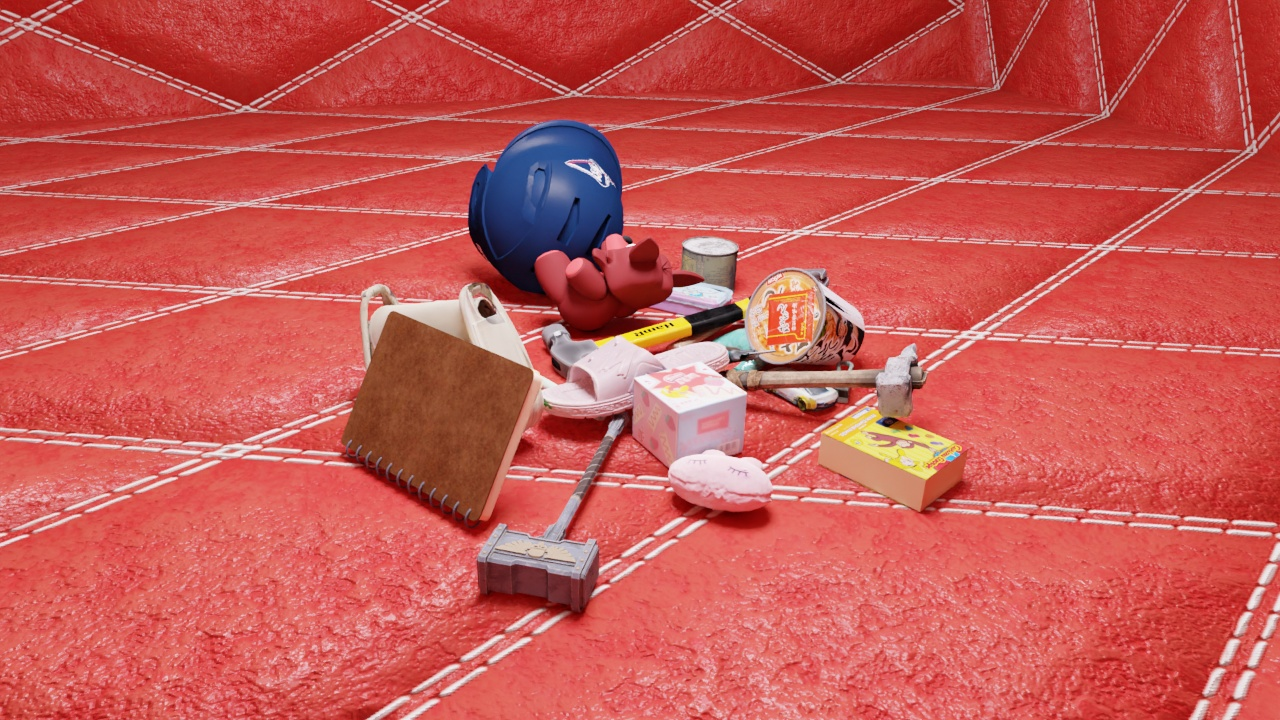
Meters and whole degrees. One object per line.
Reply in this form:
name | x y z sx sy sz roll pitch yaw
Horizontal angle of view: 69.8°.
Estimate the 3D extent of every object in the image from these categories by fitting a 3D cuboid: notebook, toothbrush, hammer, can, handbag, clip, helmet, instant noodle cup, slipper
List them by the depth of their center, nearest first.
hammer | -0.058 0.127 0.928 0.098 0.044 0.321 7 26 12
notebook | -0.212 0.057 0.948 0.226 0.167 0.024 21 0 35
handbag | -0.209 -0.004 1.057 0.230 0.184 0.131 1 15 37
slipper | -0.006 0.006 1.084 0.239 0.064 0.094 -17 21 -20
hammer | 0.174 0.023 1.092 0.319 0.049 0.121 -1 23 24
toothbrush | -0.098 0.040 1.136 0.155 0.015 0.022 24 66 38
clip | 0.257 0.026 1.165 0.023 0.044 0.075 9 27 11
instant noodle cup | 0.222 -0.045 1.192 0.121 0.124 0.124 14 12 -44
hammer | 0.037 -0.037 1.237 0.324 0.034 0.170 -17 31 -17
hammer | 0.157 -0.078 1.345 0.330 0.031 0.120 -25 15 -38
helmet | -0.127 -0.232 1.411 0.232 0.272 0.223 23 2 -35
can | 0.109 -0.149 1.464 0.090 0.075 0.089 2 26 -1

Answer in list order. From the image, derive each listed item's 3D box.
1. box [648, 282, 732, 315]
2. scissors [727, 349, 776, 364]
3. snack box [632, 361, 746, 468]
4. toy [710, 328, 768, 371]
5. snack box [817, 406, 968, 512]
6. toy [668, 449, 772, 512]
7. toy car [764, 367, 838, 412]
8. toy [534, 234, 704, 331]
box | 0.035 -0.107 1.420 0.214 0.033 0.076 13 28 24
scissors | 0.123 -0.005 1.170 0.136 0.019 0.138 -6 -3 15
snack box | 0.053 0.060 1.026 0.092 0.080 0.095 -13 29 -28
toy | 0.142 -0.014 1.241 0.085 0.033 0.105 -22 29 -13
snack box | 0.271 0.103 0.991 0.088 0.040 0.126 -23 35 -40
toy | 0.086 0.120 0.946 0.108 0.053 0.105 7 12 15
toy car | 0.197 0.031 1.147 0.047 0.033 0.105 -20 32 -33
toy | -0.033 -0.116 1.288 0.198 0.158 0.120 -18 61 27
